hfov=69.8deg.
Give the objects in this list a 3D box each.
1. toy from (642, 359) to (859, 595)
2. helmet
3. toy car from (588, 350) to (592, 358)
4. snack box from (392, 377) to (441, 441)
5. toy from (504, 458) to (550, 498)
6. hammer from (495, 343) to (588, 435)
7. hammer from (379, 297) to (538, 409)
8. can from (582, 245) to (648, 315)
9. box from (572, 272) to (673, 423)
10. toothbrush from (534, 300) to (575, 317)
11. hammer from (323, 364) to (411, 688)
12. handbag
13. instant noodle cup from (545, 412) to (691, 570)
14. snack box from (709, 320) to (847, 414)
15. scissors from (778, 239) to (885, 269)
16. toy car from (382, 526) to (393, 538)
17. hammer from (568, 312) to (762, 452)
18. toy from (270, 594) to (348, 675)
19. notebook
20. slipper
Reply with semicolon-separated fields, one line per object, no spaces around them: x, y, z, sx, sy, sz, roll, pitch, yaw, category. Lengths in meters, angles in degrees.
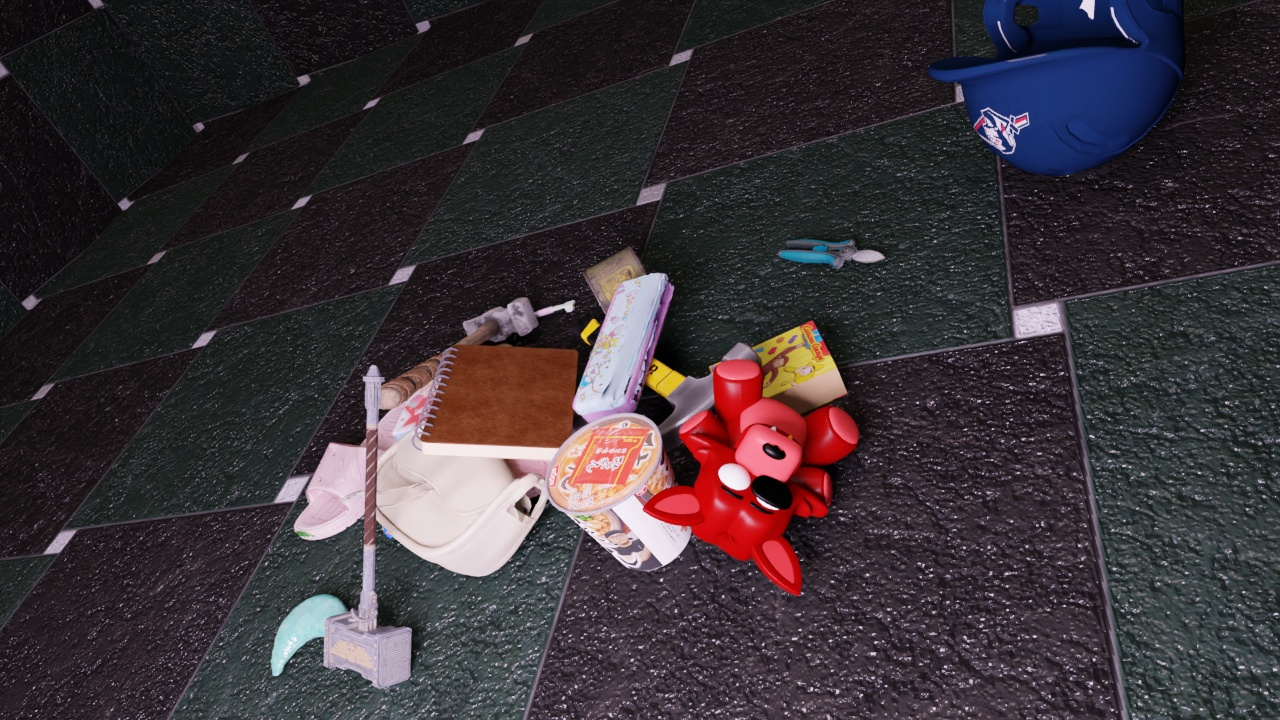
0.107;0.103;0.853;0.158;0.121;0.196;30;44;3;toy
0.458;-0.318;1.021;0.272;0.223;0.232;-6;17;-15;helmet
-0.032;0.010;1.152;0.048;0.033;0.105;-31;34;3;toy car
-0.250;0.078;1.188;0.093;0.079;0.094;-13;40;24;snack box
-0.113;0.115;1.074;0.105;0.053;0.108;-9;37;11;toy
-0.130;0.036;1.178;0.119;0.031;0.331;-10;20;-23;hammer
-0.250;-0.007;1.215;0.122;0.049;0.317;-16;14;25;hammer
-0.023;-0.097;1.226;0.074;0.090;0.089;-29;36;1;can
-0.018;-0.019;1.067;0.076;0.033;0.213;-14;40;33;box
-0.165;-0.063;1.351;0.155;0.015;0.022;-14;36;23;toothbrush
-0.282;0.167;0.958;0.099;0.044;0.322;3;92;38;hammer
-0.221;0.136;1.021;0.184;0.132;0.229;-51;43;4;handbag
-0.011;0.138;0.908;0.124;0.122;0.123;-19;37;15;instant noodle cup
0.148;0.021;1.003;0.126;0.040;0.088;-25;36;9;snack box
0.240;-0.138;1.147;0.136;0.019;0.137;-20;36;17;scissors
-0.316;0.182;1.127;0.033;0.062;0.092;-36;36;-7;toy car
-0.006;0.006;1.083;0.169;0.034;0.325;-44;34;-9;hammer
-0.372;0.309;1.044;0.105;0.033;0.085;-20;48;13;toy
-0.159;0.043;1.054;0.167;0.024;0.225;3;28;-3;notebook
-0.377;0.133;1.228;0.094;0.064;0.238;4;47;39;slipper
